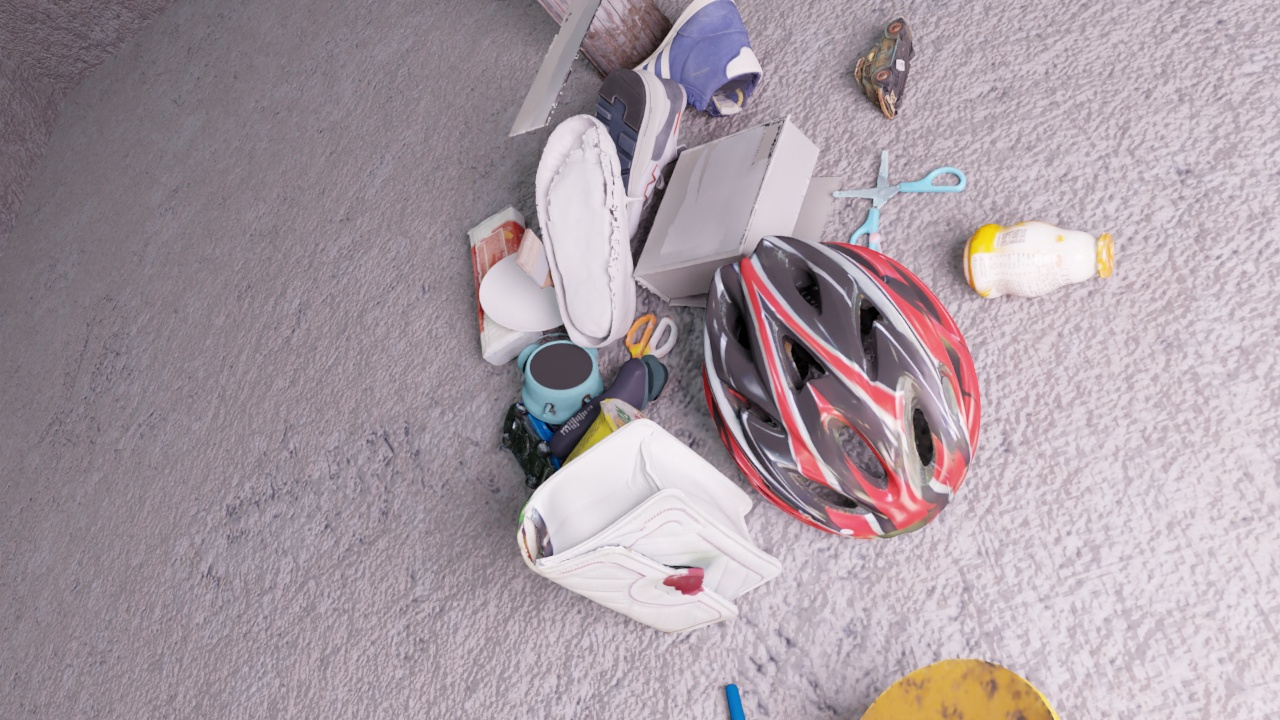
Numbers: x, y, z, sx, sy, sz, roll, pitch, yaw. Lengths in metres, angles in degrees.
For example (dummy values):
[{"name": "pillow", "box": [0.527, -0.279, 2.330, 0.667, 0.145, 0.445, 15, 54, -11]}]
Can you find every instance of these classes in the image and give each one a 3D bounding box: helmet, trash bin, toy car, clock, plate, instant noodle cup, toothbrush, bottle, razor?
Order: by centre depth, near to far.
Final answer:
[{"name": "helmet", "box": [0.197, 0.318, 0.537, 0.255, 0.131, 0.205, -58, 15, -1]}, {"name": "toothbrush", "box": [0.086, 0.328, 0.697, 0.014, 0.014, 0.167, 121, 150, -42]}, {"name": "bottle", "box": [0.324, -0.083, 0.748, 0.109, 0.063, 0.063, 2, 64, 37]}, {"name": "helmet", "box": [0.156, 0.017, 0.762, 0.218, 0.167, 0.271, -37, 59, 17]}, {"name": "instant noodle cup", "box": [-0.032, 0.106, 0.881, 0.108, 0.102, 0.102, -47, 45, 15]}, {"name": "razor", "box": [-0.033, 0.048, 0.927, 0.142, 0.052, 0.047, -37, 35, -9]}, {"name": "toy car", "box": [0.251, -0.302, 0.954, 0.047, 0.047, 0.111, 5, 66, 34]}, {"name": "toy car", "box": [-0.109, 0.093, 0.972, 0.120, 0.043, 0.056, 48, 127, 42]}, {"name": "clock", "box": [-0.086, 0.012, 0.988, 0.090, 0.053, 0.124, -9, 48, -10]}, {"name": "plate", "box": [-0.123, -0.082, 1.088, 0.134, 0.011, 0.134, -2, 51, 2]}, {"name": "trash bin", "box": [-0.063, -0.476, 1.190, 0.131, 0.211, 0.130, -19, 52, 27]}]

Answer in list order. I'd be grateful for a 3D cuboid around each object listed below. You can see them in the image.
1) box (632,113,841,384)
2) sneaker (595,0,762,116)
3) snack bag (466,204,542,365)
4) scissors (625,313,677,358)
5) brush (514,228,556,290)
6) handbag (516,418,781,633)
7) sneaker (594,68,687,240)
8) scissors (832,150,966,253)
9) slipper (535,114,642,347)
[{"name": "box", "box": [0.169, -0.079, 1.045, 0.172, 0.403, 0.168, 5, 66, 39]}, {"name": "sneaker", "box": [0.052, -0.312, 1.099, 0.234, 0.091, 0.118, -39, 72, 35]}, {"name": "snack bag", "box": [-0.172, -0.098, 1.153, 0.078, 0.041, 0.224, -30, 47, 18]}, {"name": "scissors", "box": [0.000, 0.008, 0.973, 0.070, 0.013, 0.130, 5, 65, 41]}, {"name": "brush", "box": [-0.089, -0.080, 1.003, 0.008, 0.143, 0.045, -9, 49, 31]}, {"name": "handbag", "box": [0.011, 0.149, 0.743, 0.142, 0.198, 0.096, -37, 48, 13]}, {"name": "sneaker", "box": [-0.003, -0.222, 1.053, 0.089, 0.124, 0.240, 37, 131, 23]}, {"name": "scissors", "box": [0.246, -0.151, 0.886, 0.136, 0.015, 0.135, -3, 69, 32]}, {"name": "slipper", "box": [-0.049, -0.138, 0.980, 0.112, 0.074, 0.247, -7, 91, 12]}]
